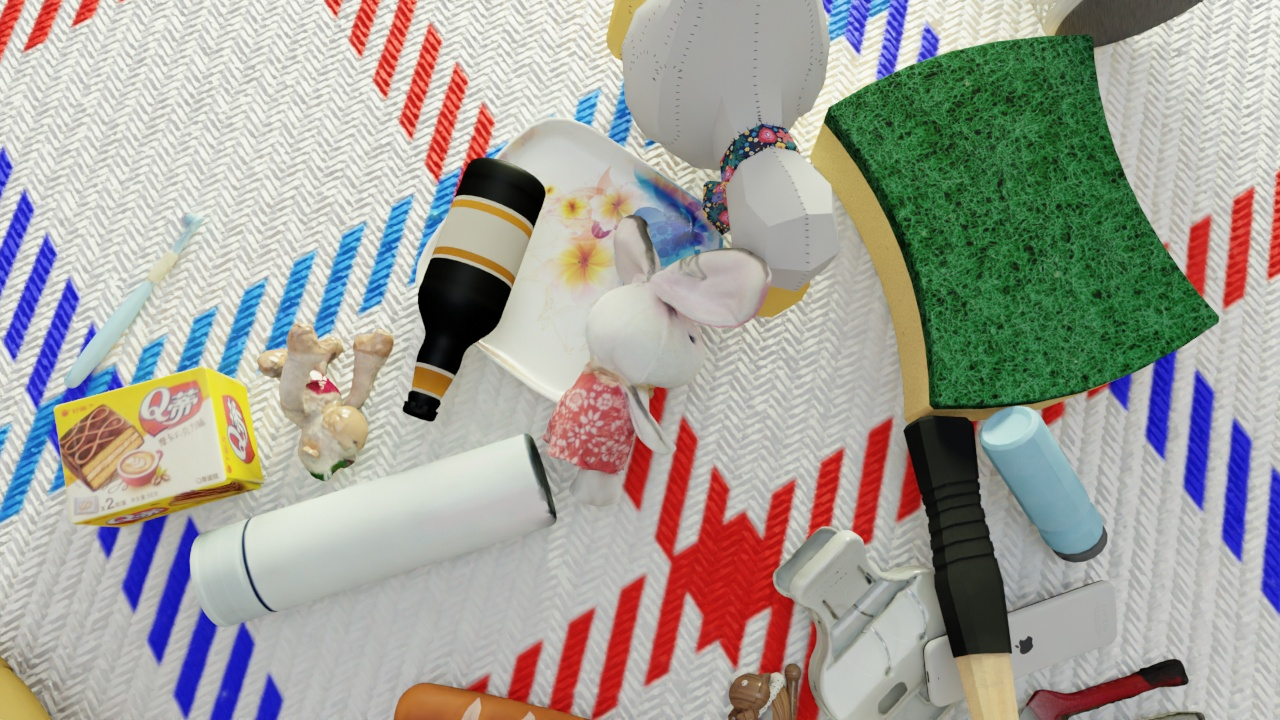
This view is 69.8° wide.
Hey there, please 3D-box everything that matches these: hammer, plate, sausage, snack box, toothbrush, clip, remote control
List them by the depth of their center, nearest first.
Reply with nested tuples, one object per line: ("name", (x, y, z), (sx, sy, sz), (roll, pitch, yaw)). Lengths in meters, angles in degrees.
("hammer", (0.206, 0.191, 0.543), (0.131, 0.039, 0.327), (3, 66, -16))
("sausage", (-0.077, 0.243, 0.592), (0.164, 0.044, 0.039), (12, 88, 3))
("remote control", (0.249, 0.183, 0.597), (0.146, 0.008, 0.045), (-13, 103, -16))
("clip", (0.156, 0.177, 0.601), (0.124, 0.074, 0.144), (-41, 90, -11))
("snack box", (-0.326, 0.060, 0.627), (0.105, 0.061, 0.083), (-16, 78, -3))
("toothbrush", (-0.373, -0.045, 0.675), (0.022, 0.016, 0.154), (22, 76, 38))
("plate", (-0.051, -0.073, 0.677), (0.187, 0.016, 0.186), (35, 80, 8))

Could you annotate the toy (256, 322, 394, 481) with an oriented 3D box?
("toy", (-0.218, 0.030, 0.627), (0.074, 0.085, 0.106), (-5, 86, 21))

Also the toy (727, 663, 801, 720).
("toy", (0.081, 0.247, 0.593), (0.054, 0.042, 0.101), (14, 68, -19))

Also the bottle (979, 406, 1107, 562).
("bottle", (0.268, 0.086, 0.601), (0.040, 0.040, 0.130), (-44, 114, -9))

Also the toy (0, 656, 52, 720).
("toy", (-0.420, 0.256, 0.544), (0.198, 0.163, 0.203), (-33, 68, -9))

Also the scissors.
("scissors", (0.273, 0.235, 0.602), (0.188, 0.015, 0.146), (20, 75, 3))

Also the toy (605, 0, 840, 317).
("toy", (0.065, -0.177, 0.609), (0.141, 0.247, 0.267), (-13, 50, -9))

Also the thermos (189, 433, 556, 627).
("thermos", (-0.174, 0.112, 0.612), (0.230, 0.068, 0.068), (-18, 78, -3))

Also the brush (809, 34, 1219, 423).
("brush", (0.252, -0.091, 0.647), (0.195, 0.075, 0.250), (-16, 78, -3))

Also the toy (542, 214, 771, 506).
("toy", (-0.004, 0.003, 0.599), (0.159, 0.084, 0.194), (23, 92, 50))

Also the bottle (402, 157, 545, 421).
("bottle", (-0.121, -0.046, 0.631), (0.059, 0.059, 0.181), (17, 78, 4))

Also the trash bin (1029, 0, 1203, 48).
("trash bin", (0.338, -0.343, 0.664), (0.156, 0.156, 0.183), (-15, 80, -3))
